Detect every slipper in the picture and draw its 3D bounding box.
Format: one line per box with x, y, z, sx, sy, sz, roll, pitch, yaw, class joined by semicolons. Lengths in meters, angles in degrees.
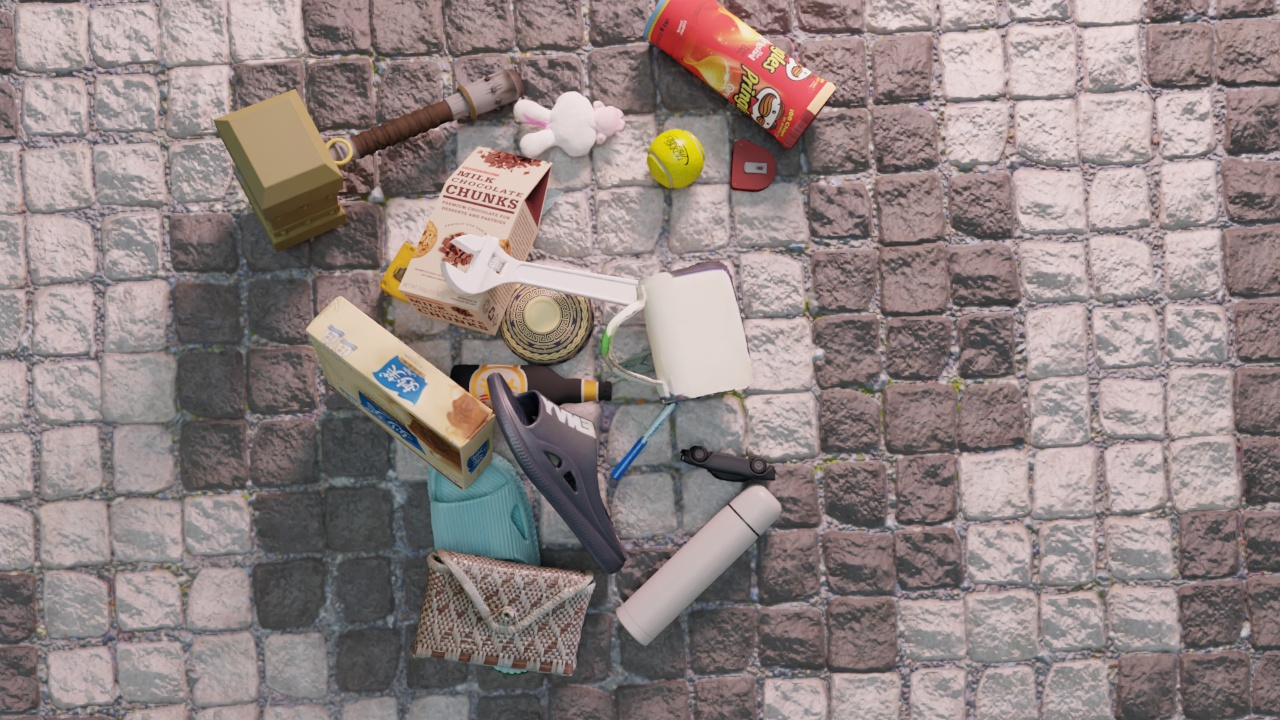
-0.072;0.116;1.000;0.083;0.110;0.268;-32;111;1;slipper
-0.170;0.229;1.045;0.116;0.069;0.276;-15;90;-4;slipper

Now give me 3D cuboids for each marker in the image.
0.013;0.082;1.076;0.013;0.013;0.142;39;89;0;marker

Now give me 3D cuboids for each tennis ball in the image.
0.040;-0.231;1.052;0.065;0.065;0.065;0;89;-1;tennis ball

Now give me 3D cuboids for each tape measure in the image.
-0.265;-0.095;1.065;0.059;0.030;0.068;32;90;2;tape measure
0.133;-0.229;1.076;0.051;0.019;0.059;3;89;0;tape measure

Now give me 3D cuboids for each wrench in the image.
-0.088;-0.088;1.003;0.272;0.018;0.066;8;82;-34;wrench

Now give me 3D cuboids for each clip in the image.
-0.007;0.006;1.072;0.076;0.023;0.043;-17;91;1;clip

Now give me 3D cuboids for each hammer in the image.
-0.279;-0.251;1.017;0.324;0.190;0.100;-28;90;-18;hammer

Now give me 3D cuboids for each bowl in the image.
-0.110;-0.050;1.050;0.112;0.061;0.112;0;89;-1;bowl

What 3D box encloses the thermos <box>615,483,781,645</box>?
0.069;0.231;1.054;0.224;0.052;0.052;-44;90;-1;thermos

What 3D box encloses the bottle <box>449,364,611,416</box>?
-0.124;0.034;1.051;0.181;0.059;0.059;0;89;-1;bottle

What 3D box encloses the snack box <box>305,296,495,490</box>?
-0.253;0.041;0.986;0.207;0.154;0.055;36;65;8;snack box

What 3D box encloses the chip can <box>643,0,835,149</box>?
0.112;-0.338;1.045;0.213;0.087;0.087;37;89;1;chip can

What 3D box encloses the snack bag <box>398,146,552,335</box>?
-0.177;-0.144;1.029;0.094;0.070;0.206;15;72;13;snack bag

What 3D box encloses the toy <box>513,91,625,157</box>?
-0.081;-0.273;1.065;0.125;0.037;0.076;-9;81;-7;toy

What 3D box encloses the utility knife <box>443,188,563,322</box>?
-0.166;-0.127;1.074;0.031;0.015;0.207;45;93;-1;utility knife

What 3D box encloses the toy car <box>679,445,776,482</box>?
0.100;0.122;1.060;0.112;0.046;0.034;11;85;-2;toy car

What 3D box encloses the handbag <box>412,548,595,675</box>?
-0.149;0.278;1.004;0.185;0.047;0.124;11;103;-11;handbag

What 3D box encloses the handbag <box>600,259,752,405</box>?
0.027;-0.024;1.024;0.175;0.074;0.151;-13;89;-31;handbag
